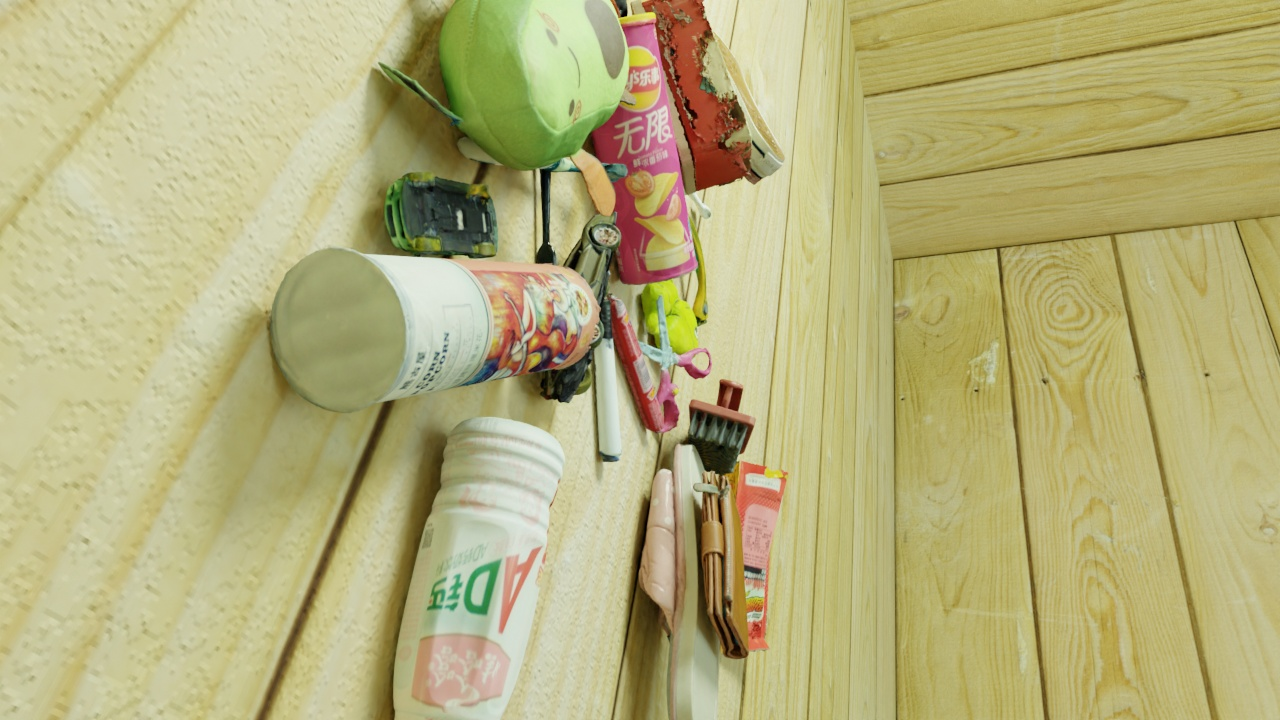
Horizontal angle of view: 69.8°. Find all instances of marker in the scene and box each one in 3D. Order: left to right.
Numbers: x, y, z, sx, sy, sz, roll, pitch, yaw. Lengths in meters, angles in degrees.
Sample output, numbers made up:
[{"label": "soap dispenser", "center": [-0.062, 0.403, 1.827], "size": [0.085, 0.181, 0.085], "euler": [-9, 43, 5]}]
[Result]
[{"label": "marker", "center": [-0.027, 0.016, 0.735], "size": [0.022, 0.018, 0.130], "euler": [13, 73, -78]}]

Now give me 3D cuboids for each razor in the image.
[{"label": "razor", "center": [0.053, -0.102, 0.965], "size": [0.043, 0.028, 0.132], "euler": [-22, 104, -65]}]

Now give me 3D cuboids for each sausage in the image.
[{"label": "sausage", "center": [-0.005, 0.005, 0.793], "size": [0.020, 0.020, 0.156], "euler": [-68, 147, -50]}]

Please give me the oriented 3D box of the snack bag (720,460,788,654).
[{"label": "snack bag", "center": [0.123, 0.222, 1.031], "size": [0.128, 0.073, 0.207], "euler": [30, 63, -60]}]

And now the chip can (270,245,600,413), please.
[{"label": "chip can", "center": [-0.094, -0.021, 0.491], "size": [0.214, 0.071, 0.071], "euler": [-13, 97, -70]}]

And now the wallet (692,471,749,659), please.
[{"label": "wallet", "center": [0.072, 0.170, 0.781], "size": [0.119, 0.035, 0.130], "euler": [64, 21, -49]}]

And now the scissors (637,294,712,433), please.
[{"label": "scissors", "center": [0.030, 0.000, 0.846], "size": [0.125, 0.017, 0.133], "euler": [-28, 121, -40]}]

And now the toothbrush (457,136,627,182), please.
[{"label": "toothbrush", "center": [-0.061, -0.139, 0.641], "size": [0.191, 0.018, 0.016], "euler": [-9, 92, -60]}]

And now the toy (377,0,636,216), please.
[{"label": "toy", "center": [-0.063, -0.195, 0.585], "size": [0.227, 0.090, 0.246], "euler": [61, 26, -26]}]

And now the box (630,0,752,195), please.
[{"label": "box", "center": [0.053, -0.246, 0.827], "size": [0.091, 0.079, 0.168], "euler": [66, 6, -76]}]

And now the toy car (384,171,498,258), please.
[{"label": "toy car", "center": [-0.110, -0.077, 0.508], "size": [0.091, 0.036, 0.043], "euler": [-7, 93, -70]}]

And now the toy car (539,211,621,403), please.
[{"label": "toy car", "center": [-0.042, -0.041, 0.657], "size": [0.070, 0.042, 0.157], "euler": [108, -5, -54]}]

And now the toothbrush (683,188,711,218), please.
[{"label": "toothbrush", "center": [0.036, -0.193, 0.934], "size": [0.027, 0.026, 0.224], "euler": [54, 8, 26]}]

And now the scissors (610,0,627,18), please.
[{"label": "scissors", "center": [-0.054, -0.360, 0.740], "size": [0.235, 0.022, 0.136], "euler": [21, 67, -68]}]

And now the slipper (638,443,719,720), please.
[{"label": "slipper", "center": [0.033, 0.199, 0.798], "size": [0.114, 0.054, 0.273], "euler": [61, 25, -53]}]

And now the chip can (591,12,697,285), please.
[{"label": "chip can", "center": [-0.004, -0.172, 0.762], "size": [0.071, 0.071, 0.211], "euler": [-49, 131, -62]}]

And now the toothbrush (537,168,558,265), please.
[{"label": "toothbrush", "center": [-0.068, -0.146, 0.666], "size": [0.018, 0.016, 0.181], "euler": [21, 67, -74]}]

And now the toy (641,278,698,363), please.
[{"label": "toy", "center": [0.029, -0.037, 0.875], "size": [0.096, 0.031, 0.100], "euler": [-52, 130, -54]}]

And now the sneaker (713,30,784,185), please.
[{"label": "sneaker", "center": [0.061, -0.269, 0.936], "size": [0.118, 0.088, 0.240], "euler": [19, 44, -56]}]

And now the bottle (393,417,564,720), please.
[{"label": "bottle", "center": [-0.090, 0.130, 0.481], "size": [0.068, 0.068, 0.196], "euler": [52, 43, -55]}]

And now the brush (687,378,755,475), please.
[{"label": "brush", "center": [0.080, 0.067, 0.910], "size": [0.146, 0.063, 0.069], "euler": [82, 26, -70]}]
